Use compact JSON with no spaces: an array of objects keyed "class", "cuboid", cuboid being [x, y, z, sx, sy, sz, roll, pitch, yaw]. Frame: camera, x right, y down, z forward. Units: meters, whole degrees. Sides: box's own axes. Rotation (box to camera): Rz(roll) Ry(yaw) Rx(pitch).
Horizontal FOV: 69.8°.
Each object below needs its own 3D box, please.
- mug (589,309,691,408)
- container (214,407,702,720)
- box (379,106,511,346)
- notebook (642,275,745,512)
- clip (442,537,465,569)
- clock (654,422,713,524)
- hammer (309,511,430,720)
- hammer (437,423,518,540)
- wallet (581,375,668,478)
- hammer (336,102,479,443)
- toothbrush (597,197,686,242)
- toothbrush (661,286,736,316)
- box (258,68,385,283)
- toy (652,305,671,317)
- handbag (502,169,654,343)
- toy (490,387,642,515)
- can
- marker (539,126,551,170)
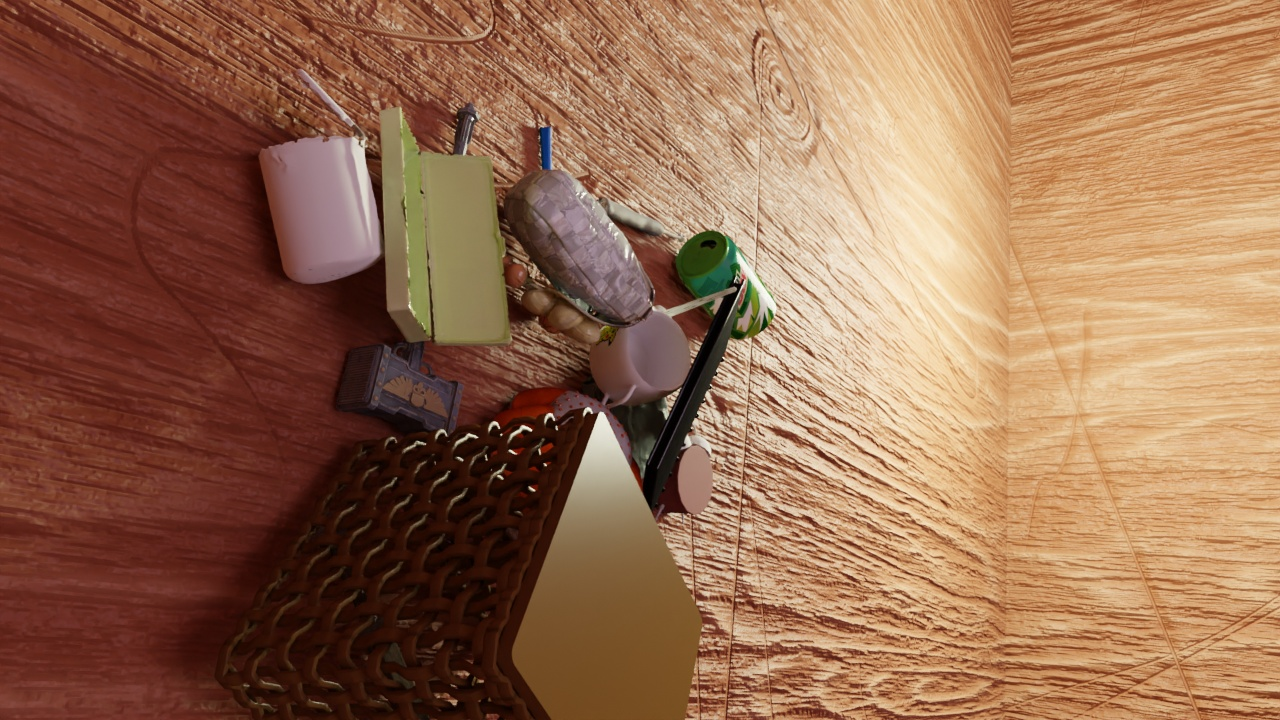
[{"class":"mug","cuboid":[-0.006,0.006,0.954,0.094,0.068,0.115,45,52,-21]},{"class":"container","cuboid":[-0.107,0.208,0.680,0.219,0.214,0.252,-71,145,-50]},{"class":"box","cuboid":[-0.172,-0.104,0.762,0.133,0.061,0.187,16,58,-50]},{"class":"notebook","cuboid":[0.054,0.044,0.987,0.169,0.019,0.231,95,19,-64]},{"class":"clip","cuboid":[-0.164,0.175,0.832,0.051,0.045,0.014,113,0,-58]},{"class":"clock","cuboid":[0.051,0.135,1.121,0.087,0.044,0.124,21,70,-53]},{"class":"hammer","cuboid":[-0.199,0.262,0.760,0.146,0.028,0.317,-45,123,-55]},{"class":"hammer","cuboid":[-0.115,0.188,0.885,0.129,0.040,0.322,-52,127,-39]},{"class":"wallet","cuboid":[-0.012,0.067,1.032,0.100,0.054,0.132,-26,109,-41]},{"class":"hammer","cuboid":[-0.182,-0.094,0.814,0.098,0.044,0.321,34,57,-49]},{"class":"toothbrush","cuboid":[0.008,-0.164,1.109,0.185,0.024,0.022,10,118,-55]},{"class":"toothbrush","cuboid":[0.029,-0.049,0.989,0.010,0.182,0.010,-37,104,-48]},{"class":"box","cuboid":[-0.239,-0.142,0.692,0.081,0.092,0.160,-74,152,-80]},{"class":"toy","cuboid":[0.023,-0.029,1.098,0.125,0.037,0.076,11,66,-77]},{"class":"handbag","cuboid":[-0.078,-0.099,0.903,0.123,0.112,0.171,-41,113,-10]},{"class":"toy","cuboid":[-0.074,0.100,0.849,0.164,0.093,0.172,47,25,-1]},{"class":"can","cuboid":[0.112,-0.097,1.199,0.144,0.083,0.082,46,51,-43]},{"class":"marker","cuboid":[-0.098,-0.175,0.964,0.013,0.013,0.142,2,85,-55]}]
